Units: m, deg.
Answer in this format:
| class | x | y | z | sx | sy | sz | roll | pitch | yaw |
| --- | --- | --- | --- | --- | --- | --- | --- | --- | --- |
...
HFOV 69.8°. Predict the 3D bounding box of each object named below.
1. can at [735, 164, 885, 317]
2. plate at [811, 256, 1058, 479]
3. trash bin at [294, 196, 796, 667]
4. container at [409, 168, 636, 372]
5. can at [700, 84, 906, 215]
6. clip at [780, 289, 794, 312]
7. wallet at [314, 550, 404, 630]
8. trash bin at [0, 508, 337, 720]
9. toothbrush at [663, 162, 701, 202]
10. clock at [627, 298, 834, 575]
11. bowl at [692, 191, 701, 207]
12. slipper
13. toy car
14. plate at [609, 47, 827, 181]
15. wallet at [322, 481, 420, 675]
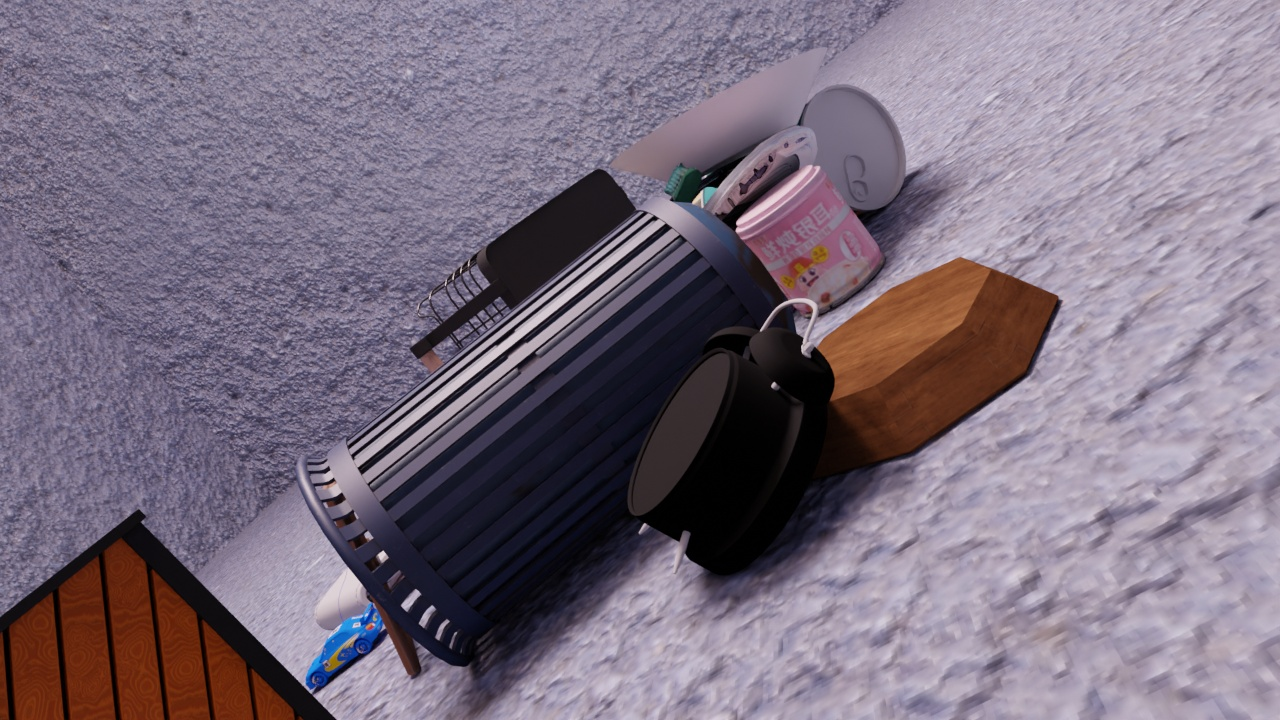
| class | x | y | z | sx | sy | sz | roll | pitch | yaw |
| --- | --- | --- | --- | --- | --- | --- | --- | --- | --- |
| can | 0.108 | -0.077 | 0.591 | 0.067 | 0.076 | 0.067 | -38 | 10 | 8 |
| plate | 0.114 | -0.003 | 0.402 | 0.131 | 0.025 | 0.131 | -38 | 11 | 8 |
| trash bin | -0.041 | 0.029 | 0.503 | 0.249 | 0.139 | 0.139 | -39 | 10 | -8 |
| container | -0.077 | -0.051 | 0.861 | 0.131 | 0.163 | 0.240 | -30 | 12 | 41 |
| can | 0.130 | -0.149 | 0.755 | 0.099 | 0.099 | 0.144 | -45 | 12 | -27 |
| clip | 0.101 | -0.050 | 0.646 | 0.013 | 0.029 | 0.050 | -32 | 6 | 38 |
| wallet | -0.208 | 0.167 | 0.770 | 0.116 | 0.037 | 0.118 | -30 | 18 | 42 |
| trash bin | -0.275 | 0.203 | 0.475 | 0.140 | 0.172 | 0.139 | -30 | 14 | 42 |
| toothbrush | -0.003 | -0.046 | 0.633 | 0.016 | 0.017 | 0.190 | 3 | -62 | -46 |
| clock | 0.039 | 0.027 | 0.381 | 0.120 | 0.042 | 0.091 | -61 | 12 | -2 |
| bowl | 0.087 | -0.158 | 1.006 | 0.151 | 0.075 | 0.150 | -37 | 11 | 8 |
| slipper | 0.048 | -0.096 | 0.707 | 0.111 | 0.063 | 0.264 | -31 | -16 | -22 |
| toy car | -0.221 | 0.187 | 0.659 | 0.092 | 0.062 | 0.033 | -38 | 11 | 10 |
| plate | 0.063 | -0.165 | 0.666 | 0.174 | 0.036 | 0.174 | -27 | 6 | 3 |
| wallet | -0.166 | 0.128 | 0.566 | 0.013 | 0.121 | 0.087 | -25 | 7 | -17 |
